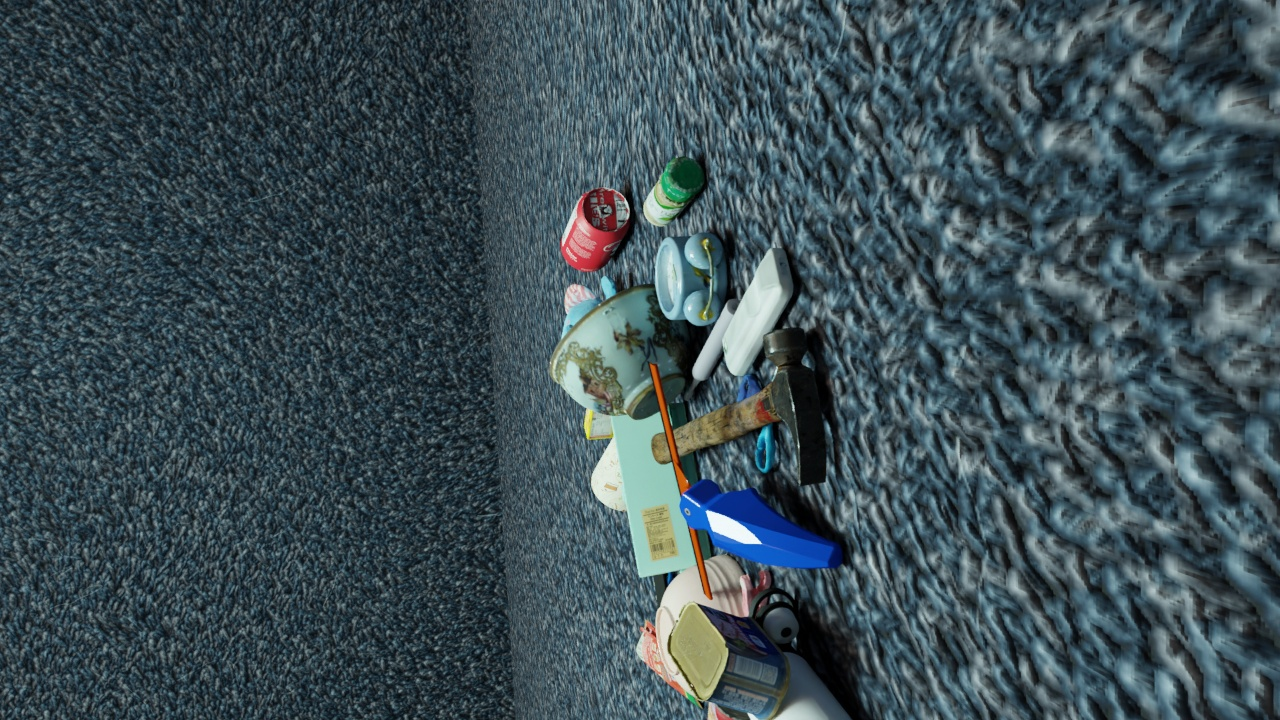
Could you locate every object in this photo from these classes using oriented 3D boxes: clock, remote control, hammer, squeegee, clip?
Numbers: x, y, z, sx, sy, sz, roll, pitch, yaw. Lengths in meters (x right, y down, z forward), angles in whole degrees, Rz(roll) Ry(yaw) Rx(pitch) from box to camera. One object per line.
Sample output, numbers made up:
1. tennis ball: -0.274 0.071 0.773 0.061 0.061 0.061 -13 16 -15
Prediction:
1. clock: 0.052 -0.080 0.894 0.124 0.051 0.089 -155 63 -73
2. remote control: 0.022 0.266 1.143 0.058 0.013 0.133 80 -179 -74
3. hammer: 0.073 0.069 0.839 0.331 0.033 0.120 144 120 -68
4. squeegee: 0.084 0.133 0.751 0.185 0.055 0.250 14 126 47
5. remote control: 0.097 -0.039 0.787 0.134 0.022 0.050 111 158 -54
6. clip: 0.101 0.216 0.838 0.023 0.043 0.060 -111 36 -55

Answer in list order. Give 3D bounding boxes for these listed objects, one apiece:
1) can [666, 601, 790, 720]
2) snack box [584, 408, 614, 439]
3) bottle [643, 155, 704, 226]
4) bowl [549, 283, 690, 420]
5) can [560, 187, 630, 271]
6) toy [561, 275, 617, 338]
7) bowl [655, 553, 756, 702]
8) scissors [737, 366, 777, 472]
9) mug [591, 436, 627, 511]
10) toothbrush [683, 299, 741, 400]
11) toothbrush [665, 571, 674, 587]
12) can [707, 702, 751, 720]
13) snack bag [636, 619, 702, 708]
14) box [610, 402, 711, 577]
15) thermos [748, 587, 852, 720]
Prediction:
1. can: 0.067 0.233 0.720 0.054 0.059 0.100 -66 20 3
2. snack box: -0.026 0.041 1.167 0.153 0.075 0.025 101 160 -44
3. bottle: 0.032 -0.174 0.960 0.110 0.042 0.042 141 123 -72
4. bowl: -0.006 0.006 0.981 0.094 0.159 0.160 53 152 22
5. can: -0.061 -0.174 1.233 0.143 0.074 0.074 134 130 -70
6. toy: -0.053 -0.030 1.209 0.181 0.114 0.183 -37 68 58
7. bowl: 0.061 0.274 0.919 0.153 0.076 0.153 175 91 -74
8. scissors: 0.107 0.030 0.796 0.117 0.014 0.130 -111 22 -49
9. mug: 0.000 0.141 1.138 0.122 0.080 0.097 50 139 30
10. toothbrush: 0.069 -0.004 0.918 0.188 0.018 0.019 112 160 -59
11. toothbrush: 0.033 0.220 1.110 0.016 0.021 0.132 -134 38 -73
12. can: 0.093 0.353 0.841 0.066 0.066 0.124 -124 33 -61
13. snack bag: 0.037 0.363 1.091 0.087 0.044 0.155 67 165 -7
14. box: 0.015 0.144 1.020 0.077 0.091 0.188 129 134 -67
15. thermos: 0.134 0.271 0.684 0.230 0.068 0.101 -134 55 -68
